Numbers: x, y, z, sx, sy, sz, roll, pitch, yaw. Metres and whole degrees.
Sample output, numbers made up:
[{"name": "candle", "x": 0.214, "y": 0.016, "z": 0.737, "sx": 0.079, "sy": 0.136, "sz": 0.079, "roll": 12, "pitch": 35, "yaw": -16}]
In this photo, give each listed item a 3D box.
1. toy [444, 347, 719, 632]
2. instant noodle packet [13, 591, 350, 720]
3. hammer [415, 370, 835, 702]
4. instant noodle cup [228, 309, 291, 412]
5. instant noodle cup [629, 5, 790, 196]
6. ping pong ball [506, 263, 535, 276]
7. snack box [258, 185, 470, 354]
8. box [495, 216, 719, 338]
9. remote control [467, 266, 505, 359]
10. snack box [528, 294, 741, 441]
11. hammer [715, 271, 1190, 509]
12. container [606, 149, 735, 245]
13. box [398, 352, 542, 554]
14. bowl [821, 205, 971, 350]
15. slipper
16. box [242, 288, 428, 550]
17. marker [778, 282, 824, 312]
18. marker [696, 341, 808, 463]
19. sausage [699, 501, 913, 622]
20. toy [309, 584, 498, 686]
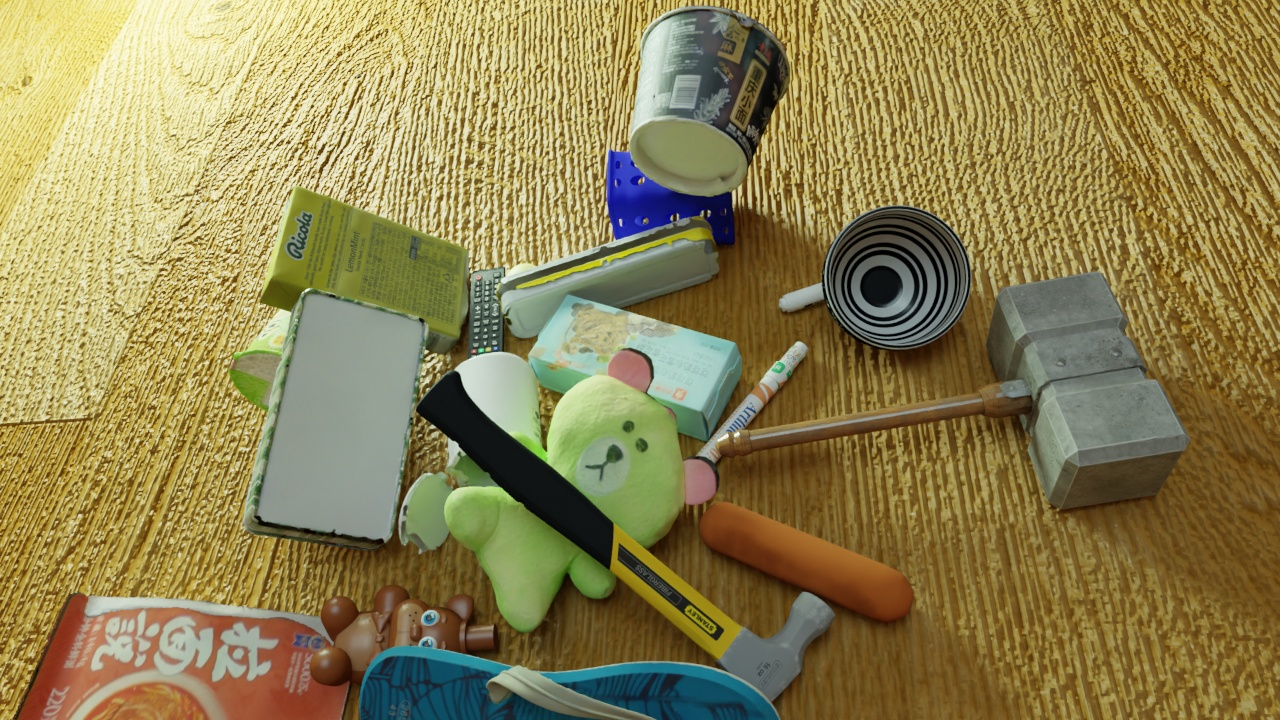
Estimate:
[{"name": "toy", "x": -0.046, "y": 0.103, "z": 0.705, "sx": 0.196, "sy": 0.107, "sz": 0.150, "roll": -32, "pitch": 81, "yaw": -19}, {"name": "instant noodle packet", "x": -0.333, "y": 0.269, "z": 0.686, "sx": 0.221, "sy": 0.084, "sz": 0.164, "roll": 4, "pitch": 54, "yaw": 1}, {"name": "hammer", "x": -0.025, "y": 0.126, "z": 0.641, "sx": 0.323, "sy": 0.029, "sz": 0.127, "roll": 39, "pitch": 78, "yaw": 2}, {"name": "instant noodle cup", "x": -0.311, "y": -0.013, "z": 0.857, "sx": 0.099, "sy": 0.099, "sz": 0.107, "roll": 2, "pitch": 47, "yaw": 13}, {"name": "instant noodle cup", "x": 0.052, "y": -0.217, "z": 0.800, "sx": 0.137, "sy": 0.137, "sz": 0.112, "roll": 9, "pitch": 65, "yaw": 18}, {"name": "ping pong ball", "x": -0.111, "y": -0.073, "z": 0.885, "sx": 0.040, "sy": 0.040, "sz": 0.040, "roll": -6, "pitch": 54, "yaw": 8}, {"name": "snack box", "x": -0.252, "y": -0.080, "z": 0.864, "sx": 0.180, "sy": 0.045, "sz": 0.121, "roll": 18, "pitch": 49, "yaw": -26}, {"name": "box", "x": -0.029, "y": -0.077, "z": 0.855, "sx": 0.210, "sy": 0.064, "sz": 0.037, "roll": -18, "pitch": 53, "yaw": -1}, {"name": "remote control", "x": -0.145, "y": -0.032, "z": 0.873, "sx": 0.033, "sy": 0.015, "sz": 0.146, "roll": -8, "pitch": 57, "yaw": 5}, {"name": "snack box", "x": -0.005, "y": 0.005, "z": 0.799, "sx": 0.175, "sy": 0.053, "sz": 0.074, "roll": 17, "pitch": 61, "yaw": 24}, {"name": "hammer", "x": 0.215, "y": 0.040, "z": 0.705, "sx": 0.318, "sy": 0.083, "sz": 0.162, "roll": -10, "pitch": 53, "yaw": 5}, {"name": "container", "x": 0.031, "y": -0.157, "z": 0.887, "sx": 0.114, "sy": 0.085, "sz": 0.084, "roll": -5, "pitch": 54, "yaw": 7}, {"name": "box", "x": -0.141, "y": 0.077, "z": 0.761, "sx": 0.126, "sy": 0.084, "sz": 0.155, "roll": -14, "pitch": 50, "yaw": 2}, {"name": "bowl", "x": 0.213, "y": -0.067, "z": 0.786, "sx": 0.120, "sy": 0.066, "sz": 0.120, "roll": 0, "pitch": 87, "yaw": 2}, {"name": "slipper", "x": -0.057, "y": 0.251, "z": 0.597, "sx": 0.295, "sy": 0.060, "sz": 0.118, "roll": 4, "pitch": 95, "yaw": 13}, {"name": "box", "x": -0.250, "y": 0.050, "z": 0.766, "sx": 0.117, "sy": 0.051, "sz": 0.205, "roll": 14, "pitch": 67, "yaw": -27}, {"name": "marker", "x": 0.189, "y": -0.071, "z": 0.831, "sx": 0.133, "sy": 0.020, "sz": 0.017, "roll": -18, "pitch": 63, "yaw": -1}, {"name": "marker", "x": 0.094, "y": 0.038, "z": 0.775, "sx": 0.017, "sy": 0.017, "sz": 0.145, "roll": 31, "pitch": 66, "yaw": 29}, {"name": "sausage", "x": 0.118, "y": 0.146, "z": 0.674, "sx": 0.164, "sy": 0.044, "sz": 0.039, "roll": 19, "pitch": 86, "yaw": 24}, {"name": "toy", "x": -0.173, "y": 0.209, "z": 0.682, "sx": 0.128, "sy": 0.065, "sz": 0.094, "roll": -5, "pitch": 57, "yaw": 2}]
